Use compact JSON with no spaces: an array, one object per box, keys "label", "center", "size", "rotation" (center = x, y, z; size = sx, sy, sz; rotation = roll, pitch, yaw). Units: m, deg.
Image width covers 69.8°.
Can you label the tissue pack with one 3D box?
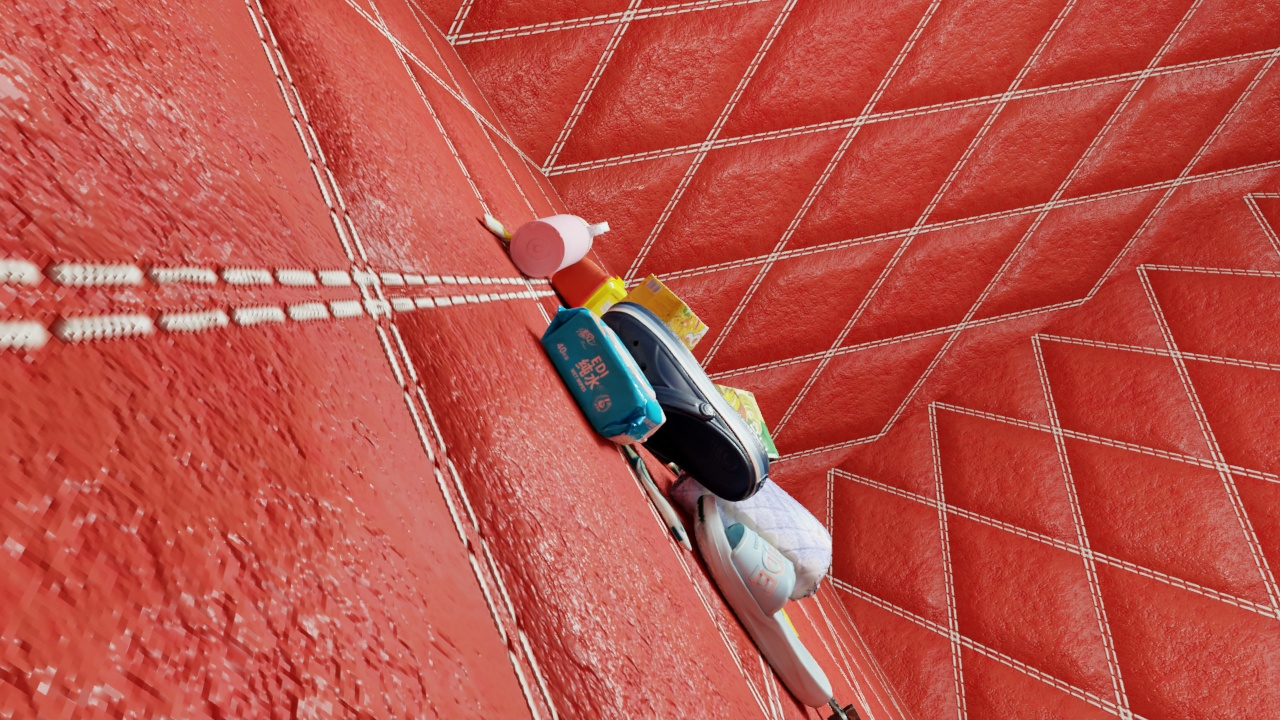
[{"label":"tissue pack","center":[-0.034,0.015,0.883],"size":[0.140,0.063,0.090],"rotation":[57,5,19]}]

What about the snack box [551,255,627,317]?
[{"label":"snack box","center":[-0.071,-0.098,1.262],"size":[0.080,0.082,0.091],"rotation":[47,1,19]}]

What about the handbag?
[{"label":"handbag","center":[0.128,0.182,1.062],"size":[0.194,0.076,0.134],"rotation":[40,16,2]}]

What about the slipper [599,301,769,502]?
[{"label":"slipper","center":[0.027,0.054,0.973],"size":[0.253,0.105,0.095],"rotation":[49,46,12]}]

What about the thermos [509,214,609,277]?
[{"label":"thermos","center":[-0.094,-0.148,1.133],"size":[0.198,0.087,0.067],"rotation":[-49,124,-76]}]

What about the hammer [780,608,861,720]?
[{"label":"hammer","center":[0.167,0.308,1.063],"size":[0.323,0.032,0.126],"rotation":[57,-2,27]}]

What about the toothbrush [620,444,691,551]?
[{"label":"toothbrush","center":[0.002,0.105,0.906],"size":[0.191,0.018,0.016],"rotation":[57,4,24]}]

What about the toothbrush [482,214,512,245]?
[{"label":"toothbrush","center":[-0.153,-0.146,1.093],"size":[0.191,0.018,0.016],"rotation":[37,35,-79]}]

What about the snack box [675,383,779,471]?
[{"label":"snack box","center":[0.108,0.097,1.306],"size":[0.239,0.063,0.114],"rotation":[14,50,-58]}]

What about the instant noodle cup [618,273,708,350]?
[{"label":"instant noodle cup","center":[0.007,-0.029,1.132],"size":[0.116,0.123,0.116],"rotation":[45,3,38]}]

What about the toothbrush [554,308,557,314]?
[{"label":"toothbrush","center":[-0.065,-0.007,1.025],"size":[0.189,0.021,0.029],"rotation":[-122,-147,-49]}]

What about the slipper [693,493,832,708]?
[{"label":"slipper","center":[0.134,0.243,0.948],"size":[0.245,0.074,0.104],"rotation":[57,5,1]}]

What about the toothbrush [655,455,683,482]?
[{"label":"toothbrush","center":[0.032,0.120,1.138],"size":[0.012,0.017,0.186],"rotation":[13,-20,30]}]
